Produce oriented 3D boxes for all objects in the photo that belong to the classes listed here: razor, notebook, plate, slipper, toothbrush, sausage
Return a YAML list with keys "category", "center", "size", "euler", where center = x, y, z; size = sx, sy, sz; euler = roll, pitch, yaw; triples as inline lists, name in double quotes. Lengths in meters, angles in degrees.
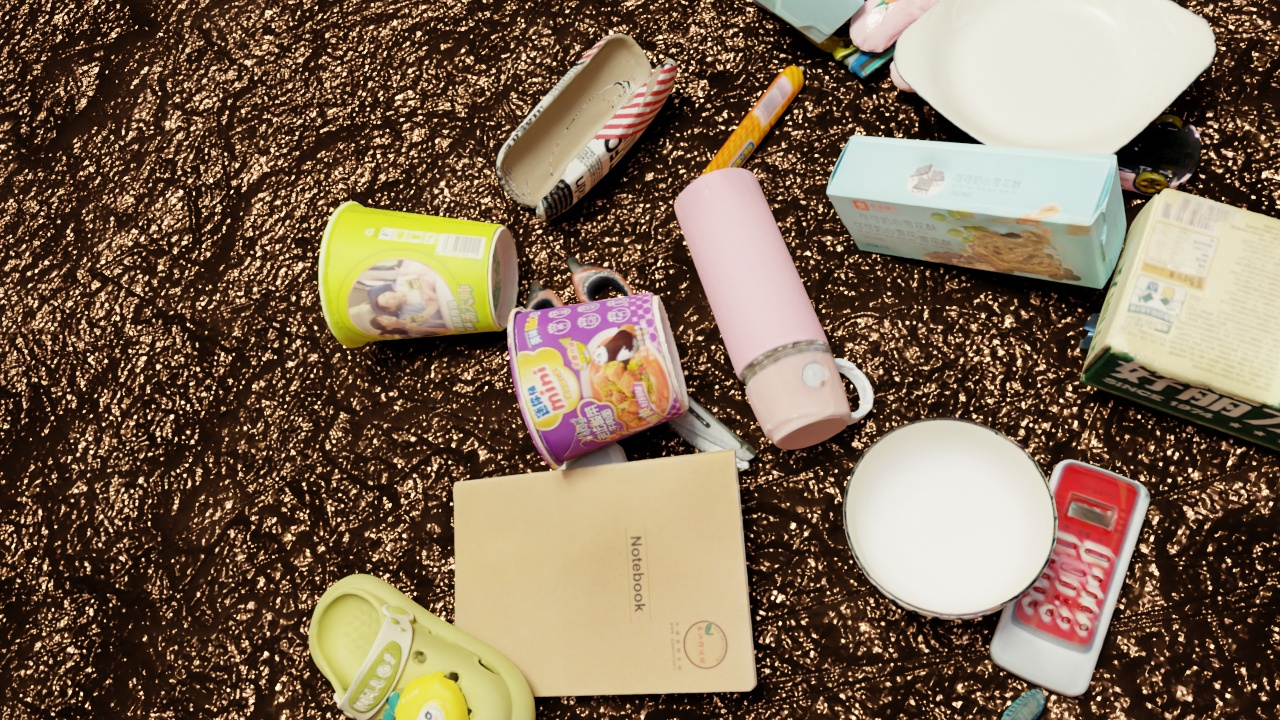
- category: "razor"
  center: [0.138, -0.266, 0.735]
  size: [0.042, 0.022, 0.143]
  euler: [-39, 63, -19]
- category: "notebook"
  center: [-0.032, 0.141, 0.600]
  size: [0.208, 0.008, 0.147]
  euler: [-9, 74, 20]
- category: "plate"
  center: [0.273, -0.202, 0.621]
  size: [0.163, 0.034, 0.164]
  euler: [-41, 69, -6]
- category: "slipper"
  center: [-0.158, 0.206, 0.587]
  size: [0.191, 0.081, 0.091]
  euler: [26, 90, 29]
- category: "toothbrush"
  center: [0.162, 0.255, 0.520]
  size: [0.191, 0.018, 0.016]
  euler: [-42, 65, -4]
- category: "sausage"
  center: [0.079, -0.168, 0.712]
  size: [0.021, 0.021, 0.165]
  euler: [34, 80, 24]

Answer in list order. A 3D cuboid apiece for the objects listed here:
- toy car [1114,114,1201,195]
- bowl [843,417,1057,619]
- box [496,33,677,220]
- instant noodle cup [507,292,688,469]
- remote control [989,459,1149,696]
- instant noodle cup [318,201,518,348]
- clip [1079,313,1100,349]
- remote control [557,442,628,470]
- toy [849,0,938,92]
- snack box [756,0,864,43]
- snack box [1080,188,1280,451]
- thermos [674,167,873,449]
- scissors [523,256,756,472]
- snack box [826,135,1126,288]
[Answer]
- category: "toy car"
  center: [0.315, -0.146, 0.632]
  size: [0.122, 0.037, 0.056]
  euler: [18, 76, 17]
- category: "bowl"
  center: [0.183, 0.099, 0.551]
  size: [0.116, 0.066, 0.116]
  euler: [-6, 66, 14]
- category: "box"
  center: [-0.047, -0.189, 0.728]
  size: [0.087, 0.076, 0.163]
  euler: [38, 84, 5]
- category: "instant noodle cup"
  center: [-0.025, 0.007, 0.610]
  size: [0.099, 0.111, 0.111]
  euler: [-15, 65, 8]
- category: "remote control"
  center: [0.255, 0.127, 0.546]
  size: [0.056, 0.020, 0.135]
  euler: [21, 75, 21]
- category: "instant noodle cup"
  center: [-0.160, -0.063, 0.694]
  size: [0.123, 0.112, 0.111]
  euler: [2, 69, 7]
- category: "clip"
  center: [0.313, -0.014, 0.585]
  size: [0.058, 0.026, 0.038]
  euler: [16, 71, 18]
- category: "remote control"
  center: [-0.017, 0.116, 0.622]
  size: [0.049, 0.024, 0.124]
  euler: [-26, 65, 7]
- category: "toy"
  center: [0.240, -0.267, 0.687]
  size: [0.159, 0.054, 0.121]
  euler: [-38, 73, -6]
- category: "snack box"
  center: [0.130, -0.336, 0.716]
  size: [0.052, 0.074, 0.174]
  euler: [-33, 41, 48]
- category: "snack box"
  center: [0.394, -0.005, 0.524]
  size: [0.240, 0.063, 0.114]
  euler: [21, 75, 14]
- category: "thermos"
  center: [0.093, -0.038, 0.637]
  size: [0.087, 0.067, 0.198]
  euler: [-9, 62, -21]
- category: "scissors"
  center: [0.006, -0.003, 0.668]
  size: [0.209, 0.015, 0.185]
  euler: [2, 70, 16]
- category: "snack box"
  center: [0.214, -0.099, 0.594]
  size: [0.175, 0.074, 0.051]
  euler: [16, 74, 38]
